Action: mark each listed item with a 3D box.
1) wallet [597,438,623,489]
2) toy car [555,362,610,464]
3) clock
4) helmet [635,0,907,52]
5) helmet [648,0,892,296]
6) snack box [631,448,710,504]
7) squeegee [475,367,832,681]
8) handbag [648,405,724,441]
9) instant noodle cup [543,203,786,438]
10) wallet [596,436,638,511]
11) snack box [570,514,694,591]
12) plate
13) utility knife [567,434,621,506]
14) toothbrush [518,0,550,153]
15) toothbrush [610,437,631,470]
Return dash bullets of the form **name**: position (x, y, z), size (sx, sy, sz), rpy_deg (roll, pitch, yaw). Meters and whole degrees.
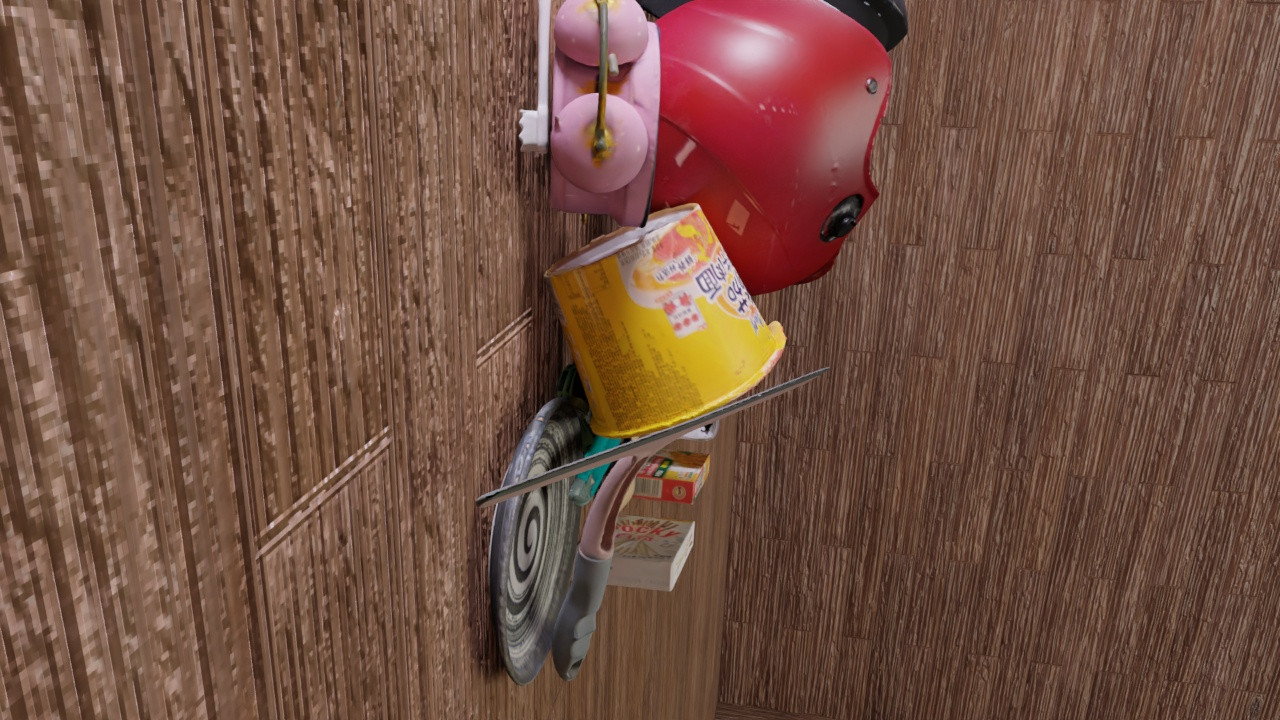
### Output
- **wallet**: position (-0.028, 0.030, 0.748), size (0.101, 0.032, 0.125), rpy_deg (-67, 159, -54)
- **toy car**: position (-0.039, 0.038, 0.662), size (0.091, 0.036, 0.043), rpy_deg (71, 31, -46)
- **clock**: position (-0.021, -0.140, 0.519), size (0.158, 0.060, 0.117), rpy_deg (131, -38, -81)
- **helmet**: position (0.110, -0.347, 0.834), size (0.233, 0.230, 0.274), rpy_deg (25, 50, -82)
- **helmet**: position (0.053, -0.141, 0.663), size (0.143, 0.207, 0.240), rpy_deg (-28, 136, -33)
- **snack box**: position (0.030, 0.123, 0.994), size (0.155, 0.077, 0.027), rpy_deg (-26, 120, -79)
- **squeegee**: position (-0.021, 0.114, 0.556), size (0.247, 0.040, 0.250), rpy_deg (-17, 140, -40)
- **handbag**: position (0.056, -0.015, 1.015), size (0.196, 0.098, 0.145), rpy_deg (-59, 154, -67)
- **instant noodle cup**: position (0.009, -0.031, 0.592), size (0.110, 0.138, 0.137), rpy_deg (66, 18, -14)
- **wallet**: position (-0.019, 0.099, 0.863), size (0.115, 0.024, 0.087), rpy_deg (-18, 112, -78)
- **snack box**: position (-0.003, 0.164, 0.799), size (0.156, 0.085, 0.027), rpy_deg (-15, 108, -80)
- **plate**: position (-0.068, 0.110, 0.579), size (0.179, 0.024, 0.179), rpy_deg (8, 89, -82)
- **utility knife**: position (-0.009, 0.027, 0.670), size (0.215, 0.013, 0.029), rpy_deg (-64, 146, -46)
- **toothbrush**: position (-0.057, -0.205, 0.504), size (0.016, 0.016, 0.180), rpy_deg (-129, -139, -83)
- **toothbrush**: position (-0.004, 0.004, 0.742), size (0.017, 0.014, 0.189), rpy_deg (16, 81, -63)
